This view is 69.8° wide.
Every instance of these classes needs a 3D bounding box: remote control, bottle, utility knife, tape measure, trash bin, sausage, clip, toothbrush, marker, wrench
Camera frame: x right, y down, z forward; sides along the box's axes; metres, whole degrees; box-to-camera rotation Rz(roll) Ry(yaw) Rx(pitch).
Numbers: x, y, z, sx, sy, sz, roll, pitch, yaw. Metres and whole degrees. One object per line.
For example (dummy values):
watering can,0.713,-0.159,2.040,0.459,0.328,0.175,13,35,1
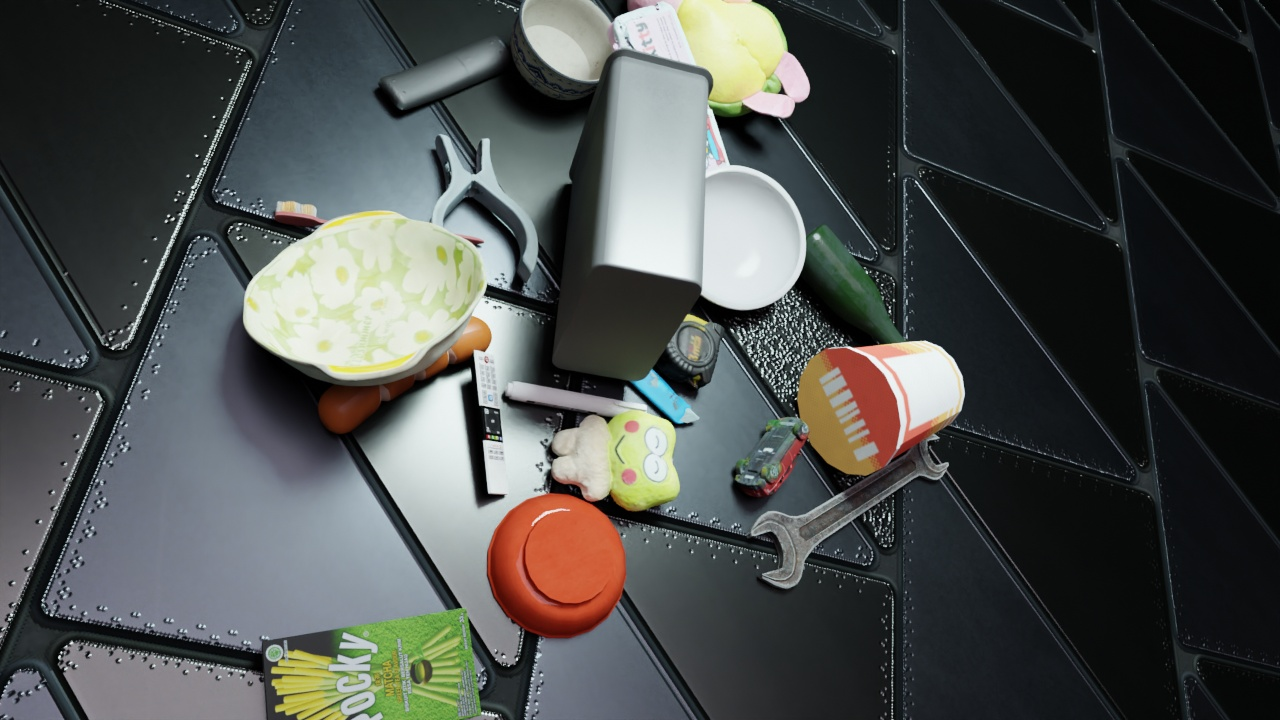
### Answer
remote control,-0.191,-0.291,0.920,0.151,0.020,0.041,-36,83,-33
remote control,-0.131,0.053,0.785,0.028,0.012,0.124,20,59,-63
bottle,0.231,-0.063,0.979,0.055,0.055,0.174,-39,88,-31
utility knife,-0.005,0.005,0.872,0.158,0.015,0.031,44,61,-1
tape measure,0.042,-0.010,0.886,0.062,0.038,0.067,24,63,-21
trash bin,-0.010,-0.122,0.812,0.097,0.192,0.219,10,62,-12
sausage,-0.197,0.007,0.774,0.163,0.039,0.044,-33,94,-31
clip,-0.178,-0.140,0.843,0.143,0.029,0.172,-11,65,-32
toothbrush,-0.233,-0.122,0.832,0.184,0.015,0.015,6,62,-22
marker,-0.058,0.037,0.831,0.133,0.020,0.017,11,54,-18
wrench,0.211,0.139,0.906,0.272,0.010,0.070,-24,79,-30

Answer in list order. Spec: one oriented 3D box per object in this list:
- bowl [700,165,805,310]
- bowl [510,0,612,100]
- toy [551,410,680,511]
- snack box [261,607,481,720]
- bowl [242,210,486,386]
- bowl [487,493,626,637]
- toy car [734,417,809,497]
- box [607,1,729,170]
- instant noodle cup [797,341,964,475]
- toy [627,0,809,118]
bowl,0.094,-0.122,0.945,0.149,0.043,0.149,2,82,-17
bowl,-0.083,-0.321,0.951,0.115,0.059,0.115,12,65,-27
toy,-0.022,0.087,0.811,0.115,0.046,0.092,4,69,-13
snack box,-0.199,0.237,0.680,0.147,0.025,0.080,-3,69,-24
bowl,-0.217,-0.039,0.747,0.188,0.060,0.219,-11,43,-11
bowl,-0.064,0.166,0.763,0.122,0.035,0.121,9,65,-19
toy car,0.128,0.091,0.873,0.036,0.042,0.091,51,61,-30
box,0.030,-0.263,0.949,0.086,0.045,0.202,-26,101,-28
instant noodle cup,0.244,0.037,0.907,0.120,0.124,0.123,-14,73,-35
toy,0.082,-0.354,1.025,0.238,0.088,0.190,37,79,2
